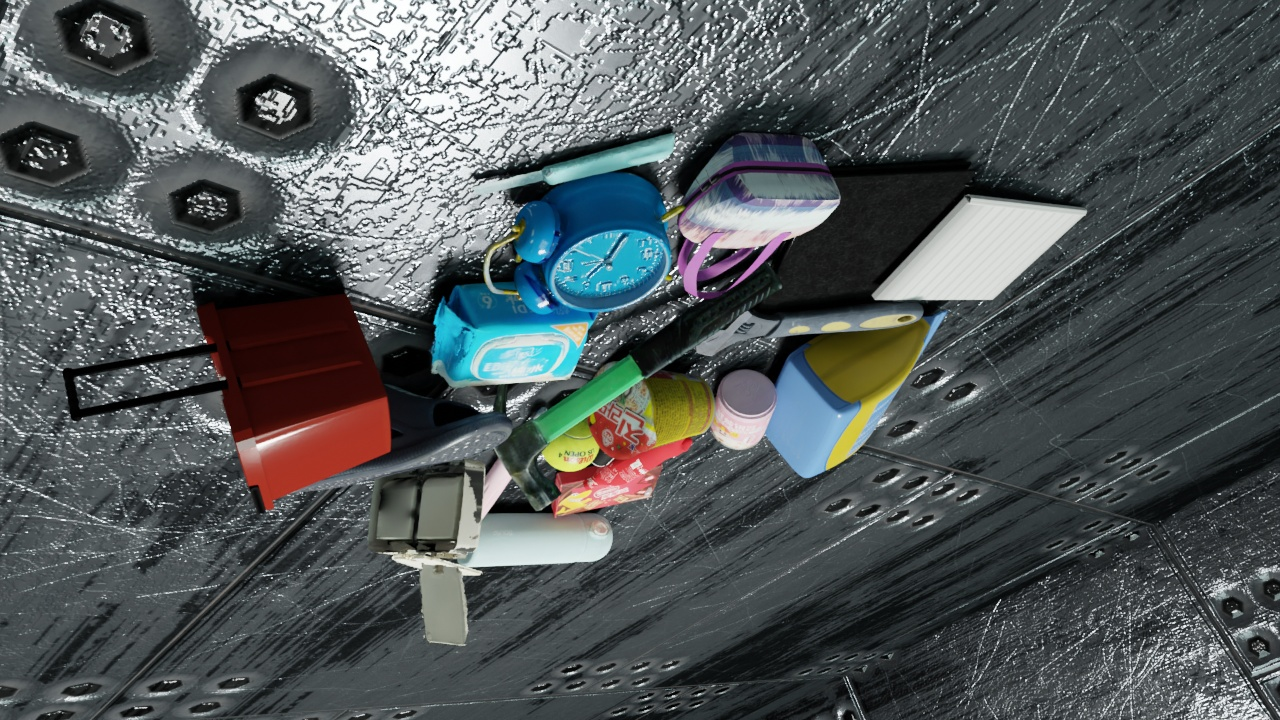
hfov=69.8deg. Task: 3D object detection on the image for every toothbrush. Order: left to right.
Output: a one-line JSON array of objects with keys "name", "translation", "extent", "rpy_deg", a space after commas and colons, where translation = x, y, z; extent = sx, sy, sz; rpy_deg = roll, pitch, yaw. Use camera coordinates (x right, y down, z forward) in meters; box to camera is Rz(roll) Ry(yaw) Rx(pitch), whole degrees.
[{"name": "toothbrush", "translation": [-0.151, 0.120, 1.039], "extent": [0.027, 0.026, 0.223], "rpy_deg": [25, 133, -14]}]

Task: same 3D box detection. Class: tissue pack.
[{"name": "tissue pack", "translation": [-0.111, -0.021, 0.806], "extent": [0.144, 0.061, 0.093], "rpy_deg": [-4, 146, -24]}]

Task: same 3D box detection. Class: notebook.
[{"name": "notebook", "translation": [0.209, -0.102, 0.903], "extent": [0.169, 0.019, 0.232], "rpy_deg": [-6, 147, -19]}, {"name": "notebook", "translation": [0.354, -0.112, 0.952], "extent": [0.209, 0.009, 0.143], "rpy_deg": [-3, 144, -36]}]

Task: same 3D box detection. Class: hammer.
[{"name": "hammer", "translation": [-0.005, 0.005, 0.882], "extent": [0.319, 0.130, 0.032], "rpy_deg": [-34, 176, 5]}]

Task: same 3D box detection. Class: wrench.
[{"name": "wrench", "translation": [0.170, -0.038, 0.942], "extent": [0.273, 0.022, 0.074], "rpy_deg": [-5, 145, -18]}]

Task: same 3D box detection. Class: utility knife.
[{"name": "utility knife", "translation": [-0.049, -0.144, 0.692], "extent": [0.158, 0.015, 0.022], "rpy_deg": [-16, 148, -10]}]

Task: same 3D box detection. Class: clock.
[{"name": "clock", "translation": [-0.047, -0.088, 0.739], "extent": [0.161, 0.060, 0.117], "rpy_deg": [-12, 148, -11]}]

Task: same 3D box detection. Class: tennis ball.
[{"name": "tennis ball", "translation": [-0.076, 0.087, 0.992], "extent": [0.065, 0.065, 0.065], "rpy_deg": [-14, 149, -9]}]

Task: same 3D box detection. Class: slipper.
[{"name": "slipper", "translation": [-0.237, 0.068, 0.872], "extent": [0.269, 0.083, 0.110], "rpy_deg": [-17, 171, 27]}]

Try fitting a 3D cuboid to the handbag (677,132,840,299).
[{"name": "handbag", "translation": [0.084, -0.111, 0.786], "extent": [0.144, 0.068, 0.170], "rpy_deg": [-4, 152, -26]}]

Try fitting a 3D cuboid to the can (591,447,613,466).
[{"name": "can", "translation": [-0.029, 0.089, 1.055], "extent": [0.031, 0.031, 0.081], "rpy_deg": [9, 139, -39]}]

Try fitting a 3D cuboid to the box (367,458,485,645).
[{"name": "box", "translation": [-0.204, 0.189, 0.955], "extent": [0.145, 0.186, 0.100], "rpy_deg": [-6, 178, 38]}]

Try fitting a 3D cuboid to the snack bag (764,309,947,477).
[{"name": "snack bag", "translation": [0.256, 0.027, 1.067], "extent": [0.204, 0.102, 0.159], "rpy_deg": [-26, 153, -22]}]

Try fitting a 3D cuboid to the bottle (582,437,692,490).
[{"name": "bottle", "translation": [-0.006, 0.117, 1.095], "extent": [0.142, 0.042, 0.042], "rpy_deg": [-30, 148, 10]}]

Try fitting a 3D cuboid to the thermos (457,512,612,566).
[{"name": "thermos", "translation": [-0.133, 0.229, 1.183], "extent": [0.206, 0.065, 0.078], "rpy_deg": [7, 147, -36]}]

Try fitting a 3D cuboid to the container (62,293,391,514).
[{"name": "container", "translation": [-0.307, 0.034, 0.701], "extent": [0.200, 0.148, 0.127], "rpy_deg": [-16, 149, -24]}]

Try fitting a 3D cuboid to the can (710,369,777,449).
[{"name": "can", "translation": [0.117, 0.056, 1.050], "extent": [0.067, 0.067, 0.076], "rpy_deg": [-12, 149, -13]}]

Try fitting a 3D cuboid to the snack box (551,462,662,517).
[{"name": "snack box", "translation": [-0.044, 0.158, 1.164], "extent": [0.132, 0.021, 0.089], "rpy_deg": [-9, 147, -17]}]

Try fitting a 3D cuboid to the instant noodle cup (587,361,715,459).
[{"name": "instant noodle cup", "translation": [0.016, 0.049, 0.970], "extent": [0.112, 0.100, 0.101], "rpy_deg": [-4, 147, -44]}]
